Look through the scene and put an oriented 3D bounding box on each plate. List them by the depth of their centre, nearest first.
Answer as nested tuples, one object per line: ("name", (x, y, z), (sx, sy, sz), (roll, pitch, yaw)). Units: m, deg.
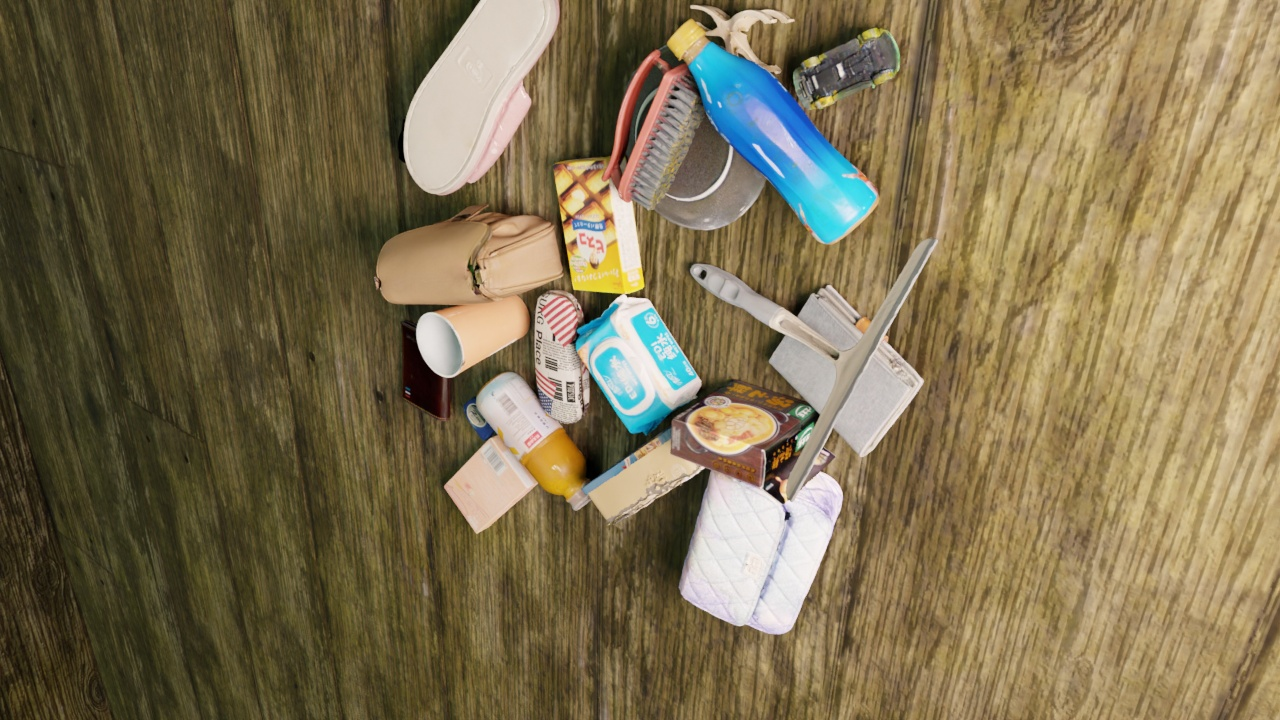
("plate", (0.045, -0.211, 0.876), (0.180, 0.024, 0.180), (17, 120, 33))

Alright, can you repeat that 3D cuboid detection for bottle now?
("bottle", (0.107, -0.195, 0.770), (0.218, 0.065, 0.065), (46, 133, -6))
("bottle", (-0.124, 0.100, 1.126), (0.189, 0.067, 0.068), (50, 132, 10))

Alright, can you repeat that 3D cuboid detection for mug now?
("mug", (-0.192, -0.036, 1.083), (0.078, 0.122, 0.078), (17, 119, 34))

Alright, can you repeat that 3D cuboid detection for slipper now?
("slipper", (-0.171, -0.295, 0.993), (0.114, 0.054, 0.275), (46, 121, 10))

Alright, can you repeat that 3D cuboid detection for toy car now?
("toy car", (0.170, -0.238, 0.751), (0.091, 0.036, 0.043), (-13, 100, 43))

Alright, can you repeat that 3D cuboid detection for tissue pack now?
("tissue pack", (-0.006, 0.006, 0.989), (0.090, 0.063, 0.140), (-35, 86, 43))

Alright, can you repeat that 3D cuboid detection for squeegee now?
("squeegee", (0.128, -0.036, 0.848), (0.246, 0.039, 0.247), (39, 108, 46))

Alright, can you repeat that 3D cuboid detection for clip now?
("clip", (0.090, -0.295, 0.795), (0.103, 0.034, 0.093), (54, 137, 17))

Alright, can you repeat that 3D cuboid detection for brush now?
("brush", (0.010, -0.209, 0.848), (0.069, 0.063, 0.146), (35, 130, 9))

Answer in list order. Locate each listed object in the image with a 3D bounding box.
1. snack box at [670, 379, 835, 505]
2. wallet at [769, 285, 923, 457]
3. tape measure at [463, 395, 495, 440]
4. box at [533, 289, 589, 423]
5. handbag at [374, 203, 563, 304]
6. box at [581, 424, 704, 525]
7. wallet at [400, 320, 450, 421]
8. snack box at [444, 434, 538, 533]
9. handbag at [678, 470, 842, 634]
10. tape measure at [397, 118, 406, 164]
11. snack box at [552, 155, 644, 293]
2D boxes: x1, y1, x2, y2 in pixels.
("snack box", (0.111, 0.074, 0.889), (0.126, 0.113, 0.053), (17, 119, 33))
("wallet", (0.190, 0.007, 0.845), (0.129, 0.036, 0.107), (50, 132, 26))
("tape measure", (-0.205, 0.071, 1.209), (0.058, 0.025, 0.055), (53, 131, 2))
("box", (-0.090, -0.005, 1.074), (0.071, 0.057, 0.164), (30, 127, 47))
("handbag", (-0.194, -0.117, 1.030), (0.205, 0.147, 0.100), (0, 111, 35))
("box", (0.014, 0.117, 1.005), (0.185, 0.089, 0.059), (-35, 87, 38))
("wallet", (-0.296, 0.014, 1.265), (0.096, 0.020, 0.122), (23, 120, 31))
("snack box", (-0.206, 0.169, 1.253), (0.084, 0.026, 0.158), (54, 133, 7))
("handbag", (0.120, 0.188, 0.947), (0.134, 0.075, 0.194), (21, 124, 15))
("tape measure", (-0.255, -0.253, 1.080), (0.039, 0.057, 0.057), (11, 94, 34))
("snack box", (-0.044, -0.142, 0.966), (0.087, 0.033, 0.140), (10, 116, 46))
